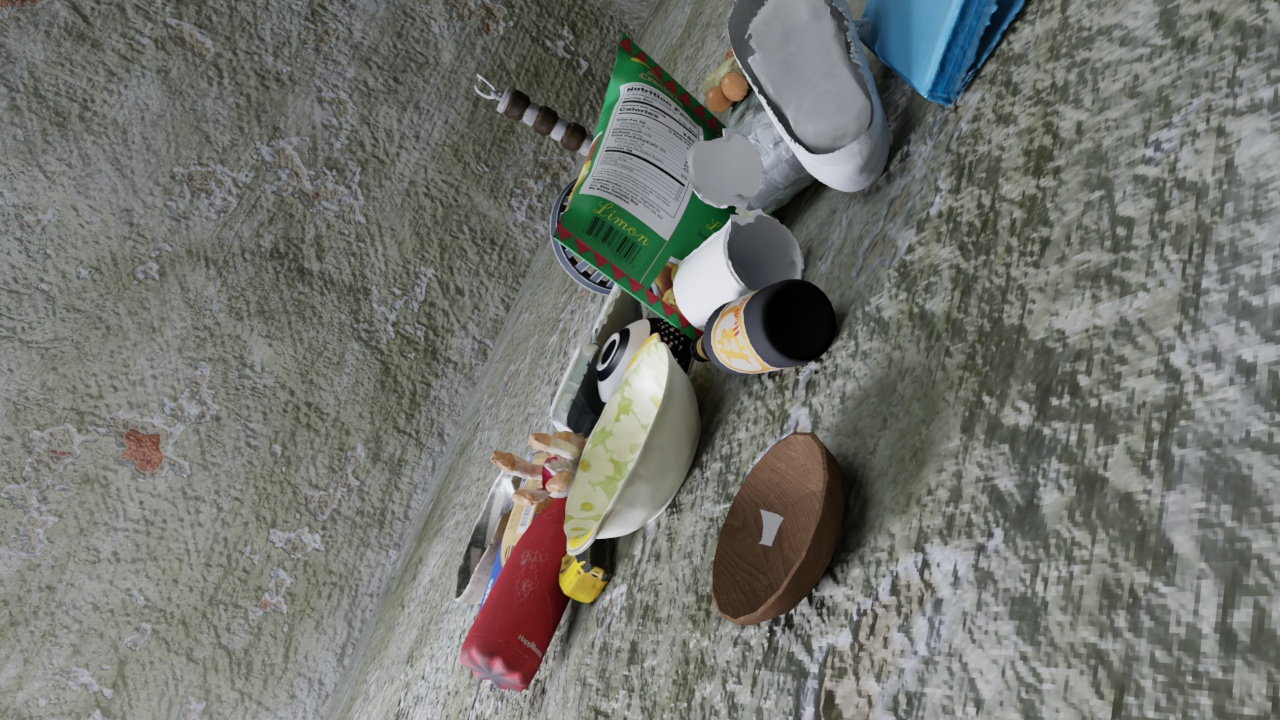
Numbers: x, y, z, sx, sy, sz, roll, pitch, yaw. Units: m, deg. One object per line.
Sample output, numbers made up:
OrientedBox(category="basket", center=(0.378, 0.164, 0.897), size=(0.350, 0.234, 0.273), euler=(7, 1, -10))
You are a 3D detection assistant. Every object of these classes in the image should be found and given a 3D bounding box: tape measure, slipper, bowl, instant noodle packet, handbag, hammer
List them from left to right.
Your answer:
OrientedBox(category="bowl", center=(-0.151, 0.210, 1.084), size=(0.179, 0.081, 0.178), euler=(-58, 14, 23))
OrientedBox(category="hammer", center=(-0.087, -0.310, 1.292), size=(0.080, 0.326, 0.176), euler=(-54, 16, 33))
OrientedBox(category="tape measure", center=(-0.052, 0.189, 0.848), size=(0.064, 0.037, 0.065), euler=(-55, 16, 30))
OrientedBox(category="bowl", center=(-0.006, 0.005, 0.935), size=(0.120, 0.066, 0.120), euler=(-51, 21, 29))
OrientedBox(category="bowl", center=(0.001, 0.080, 0.811), size=(0.189, 0.060, 0.218), euler=(-45, 22, 54))
OrientedBox(category="instant noodle packet", center=(0.027, -0.156, 0.850), size=(0.091, 0.195, 0.252), euler=(-22, 44, 45))
OrientedBox(category="handbag", center=(0.113, -0.221, 0.823), size=(0.113, 0.123, 0.171), euler=(-33, 30, 36))
OrientedBox(category="bowl", center=(0.084, 0.100, 0.527), size=(0.118, 0.030, 0.117), euler=(-57, 15, 24))
OrientedBox(category="slipper", center=(0.137, -0.234, 0.728), size=(0.075, 0.112, 0.246), euler=(65, -171, -55))

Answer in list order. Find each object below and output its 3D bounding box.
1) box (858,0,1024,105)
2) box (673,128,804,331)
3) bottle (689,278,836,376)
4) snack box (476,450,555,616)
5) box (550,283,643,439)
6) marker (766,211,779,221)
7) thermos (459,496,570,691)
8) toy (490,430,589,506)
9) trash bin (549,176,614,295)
OrientedBox(category="box", center=(0.220, -0.260, 0.693), size=(0.231, 0.052, 0.093), euler=(-89, 12, -63))
OrientedBox(category="box", center=(0.067, -0.104, 0.766), size=(0.106, 0.080, 0.150), euler=(-31, 76, 62))
OrientedBox(category="bottle", center=(0.079, -0.018, 0.701), size=(0.059, 0.059, 0.182), euler=(-66, 14, -12))
OrientedBox(category="snack box", center=(-0.114, 0.200, 0.977), size=(0.057, 0.056, 0.206), euler=(-15, 51, 51))
OrientedBox(category="box", center=(-0.043, 0.005, 1.031), size=(0.209, 0.037, 0.188), euler=(74, -144, -76))
OrientedBox(category="marker", center=(0.117, -0.133, 0.857), size=(0.018, 0.021, 0.123), euler=(-57, 14, 24))
OrientedBox(category="thermos", center=(-0.094, 0.202, 0.907), size=(0.073, 0.073, 0.239), euler=(-45, 14, 52))
OrientedBox(category="toy", center=(-0.081, 0.096, 0.913), size=(0.105, 0.074, 0.085), euler=(-16, -19, -48))
OrientedBox(category="trash bin", center=(0.007, -0.179, 1.075), size=(0.228, 0.164, 0.164), euler=(-19, 45, 66))
